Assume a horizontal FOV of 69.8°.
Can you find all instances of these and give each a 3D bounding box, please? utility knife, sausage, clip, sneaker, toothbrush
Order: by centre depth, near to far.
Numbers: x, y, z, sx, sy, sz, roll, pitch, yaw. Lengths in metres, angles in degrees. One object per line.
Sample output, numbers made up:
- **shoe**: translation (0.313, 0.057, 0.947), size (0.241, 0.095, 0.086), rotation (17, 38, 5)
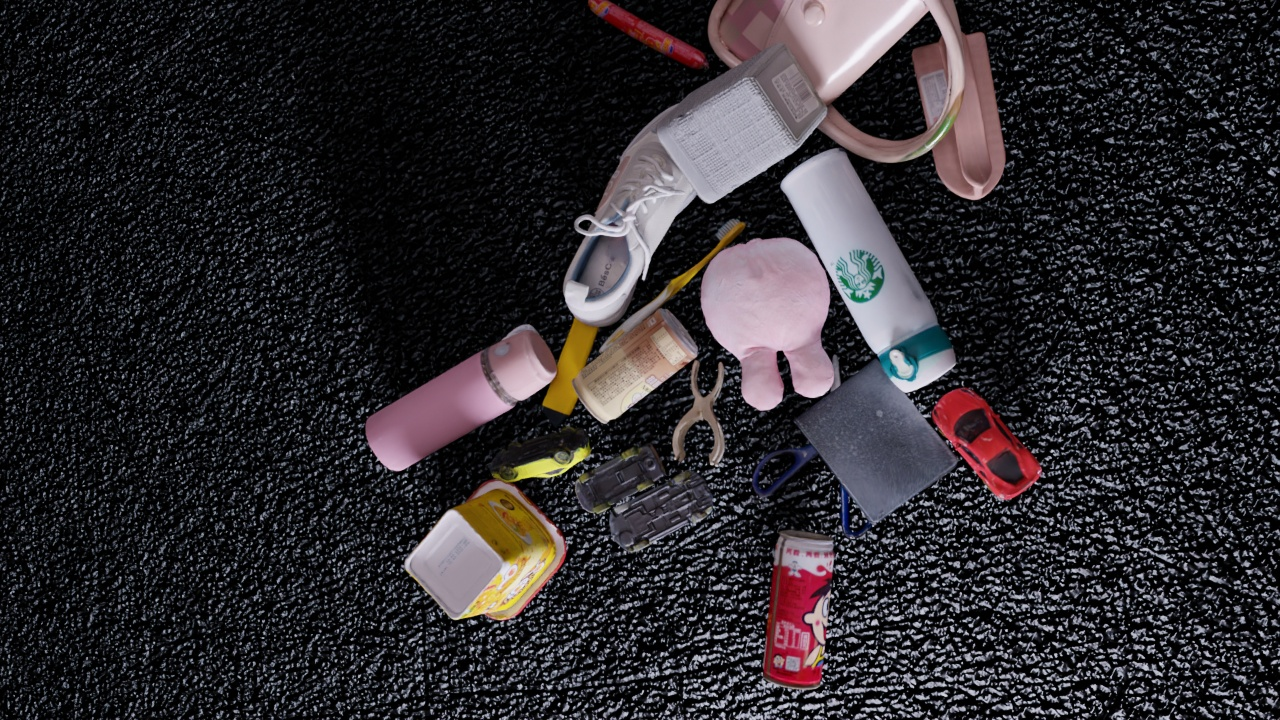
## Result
- **sneaker**: translation (-0.006, -0.149, 0.874), size (0.089, 0.090, 0.242), rotation (28, 87, 14)
- **clip**: translation (0.046, 0.053, 0.883), size (0.084, 0.035, 0.104), rotation (-13, 79, 13)
- **toothbrush**: translation (0.028, -0.073, 0.905), size (0.191, 0.016, 0.018), rotation (-42, 67, 9)
- **utility knife**: translation (-0.063, -0.006, 0.925), size (0.033, 0.015, 0.154), rotation (21, 91, 9)
- **sausage**: translation (0.005, -0.330, 0.925), size (0.156, 0.020, 0.020), rotation (34, 95, 15)

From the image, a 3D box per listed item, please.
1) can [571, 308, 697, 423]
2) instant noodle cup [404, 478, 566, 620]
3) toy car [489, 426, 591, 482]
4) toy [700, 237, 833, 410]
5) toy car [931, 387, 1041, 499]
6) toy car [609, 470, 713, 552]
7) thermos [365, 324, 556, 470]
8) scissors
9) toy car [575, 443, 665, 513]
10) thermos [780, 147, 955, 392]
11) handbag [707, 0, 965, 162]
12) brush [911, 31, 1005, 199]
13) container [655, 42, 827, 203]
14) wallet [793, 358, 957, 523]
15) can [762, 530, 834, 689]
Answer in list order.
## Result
- **can**: translation (-0.005, 0.005, 0.886), size (0.116, 0.058, 0.058), rotation (-37, 78, 10)
- **instant noodle cup**: translation (-0.152, 0.186, 0.881), size (0.116, 0.123, 0.116), rotation (43, 97, 14)
- **toy car**: translation (-0.099, 0.098, 0.915), size (0.105, 0.048, 0.032), rotation (-16, 115, 13)
- **toy**: translation (0.120, -0.036, 0.857), size (0.121, 0.054, 0.159), rotation (-15, 82, 21)
- **toy car**: translation (0.305, 0.072, 0.815), size (0.049, 0.031, 0.106), rotation (-39, 76, 8)
- **toy car**: translation (0.020, 0.145, 0.885), size (0.106, 0.031, 0.049), rotation (-28, 79, 10)
- **thermos**: translation (-0.181, 0.032, 0.930), size (0.199, 0.067, 0.087), rotation (-31, 40, 14)
- **scissors**: translation (0.179, 0.085, 0.857), size (0.162, 0.012, 0.175), rotation (-21, 80, 12)
- **toy car**: translation (-0.020, 0.116, 0.895), size (0.090, 0.035, 0.042), rotation (-29, 78, 12)
- **thermos**: translation (0.206, -0.079, 0.827), size (0.073, 0.073, 0.224), rotation (-28, 79, 11)
- **handbag**: translation (0.187, -0.281, 0.802), size (0.234, 0.093, 0.194), rotation (52, 140, 2)
- **brush**: translation (0.286, -0.215, 0.815), size (0.063, 0.073, 0.145), rotation (-10, 86, 13)
- **container**: translation (0.093, -0.214, 0.822), size (0.115, 0.090, 0.090), rotation (-21, 114, 49)
- **wallet**: translation (0.214, 0.074, 0.836), size (0.097, 0.019, 0.121), rotation (-37, 79, 3)
- **can**: translation (0.144, 0.225, 0.835), size (0.053, 0.053, 0.132), rotation (6, 88, 15)
